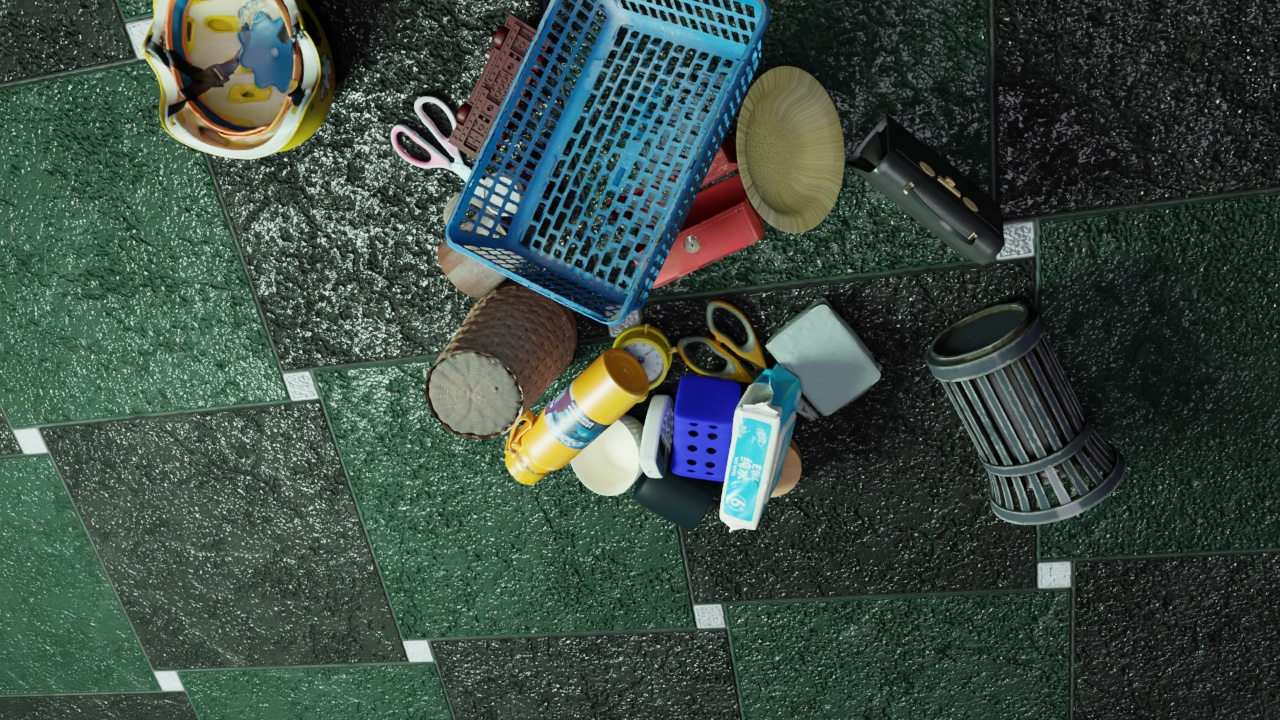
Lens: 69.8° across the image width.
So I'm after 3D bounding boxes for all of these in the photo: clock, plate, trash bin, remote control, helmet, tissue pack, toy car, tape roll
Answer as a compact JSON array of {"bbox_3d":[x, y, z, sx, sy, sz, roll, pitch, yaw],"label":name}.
[{"bbox_3d":[-0.007,0.007,1.224,0.083,0.057,0.119,39,108,-9],"label":"clock"},{"bbox_3d":[0.162,-0.238,1.051,0.036,0.183,0.184,5,122,50],"label":"plate"},{"bbox_3d":[0.460,0.058,1.120,0.164,0.164,0.227,-27,104,19],"label":"trash bin"},{"bbox_3d":[0.024,0.100,1.234,0.028,0.114,0.060,0,145,19],"label":"remote control"},{"bbox_3d":[-0.173,0.002,1.166,0.151,0.209,0.151,3,115,7],"label":"trash bin"},{"bbox_3d":[-0.459,-0.361,1.092,0.209,0.139,0.240,-3,101,10],"label":"helmet"},{"bbox_3d":[0.151,0.119,1.180,0.066,0.116,0.210,17,119,16],"label":"tissue pack"},{"bbox_3d":[-0.164,-0.324,1.099,0.070,0.061,0.170,31,115,-6],"label":"toy car"},{"bbox_3d":[0.176,0.143,1.273,0.094,0.027,0.094,4,114,8],"label":"tape roll"}]

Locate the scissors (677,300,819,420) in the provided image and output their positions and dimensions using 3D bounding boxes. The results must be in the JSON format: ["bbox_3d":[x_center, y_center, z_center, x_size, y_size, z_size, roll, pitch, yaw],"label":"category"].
[{"bbox_3d":[0.161,0.006,1.217,0.229,0.016,0.114,31,98,-15],"label":"scissors"}]

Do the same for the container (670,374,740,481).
[{"bbox_3d":[0.086,0.088,1.212,0.084,0.084,0.114,7,136,7],"label":"container"}]

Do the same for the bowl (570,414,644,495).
[{"bbox_3d":[-0.035,0.122,1.264,0.115,0.062,0.115,6,102,31],"label":"bowl"}]

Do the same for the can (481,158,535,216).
[{"bbox_3d":[-0.158,-0.214,1.128,0.054,0.096,0.054,3,114,8],"label":"can"}]

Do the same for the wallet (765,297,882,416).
[{"bbox_3d":[0.237,-0.005,1.184,0.100,0.054,0.131,-37,101,14],"label":"wallet"}]

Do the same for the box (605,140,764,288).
[{"bbox_3d":[0.063,-0.174,1.095,0.158,0.136,0.126,-26,99,21],"label":"box"}]

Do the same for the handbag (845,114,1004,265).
[{"bbox_3d":[0.323,-0.173,1.013,0.176,0.195,0.072,36,114,-8],"label":"handbag"}]

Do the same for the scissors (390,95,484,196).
[{"bbox_3d":[-0.227,-0.260,1.166,0.178,0.016,0.101,37,114,-8],"label":"scissors"}]

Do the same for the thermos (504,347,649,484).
[{"bbox_3d":[-0.095,0.074,1.207,0.091,0.076,0.233,48,122,0],"label":"thermos"}]

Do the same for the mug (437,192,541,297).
[{"bbox_3d":[-0.203,-0.154,1.164,0.110,0.096,0.123,-38,111,18],"label":"mug"}]

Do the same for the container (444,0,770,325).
[{"bbox_3d":[-0.030,-0.237,1.003,0.257,0.089,0.362,27,93,26],"label":"container"}]

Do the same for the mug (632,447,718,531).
[{"bbox_3d":[0.055,0.163,1.279,0.094,0.085,0.121,28,87,-4],"label":"mug"}]
